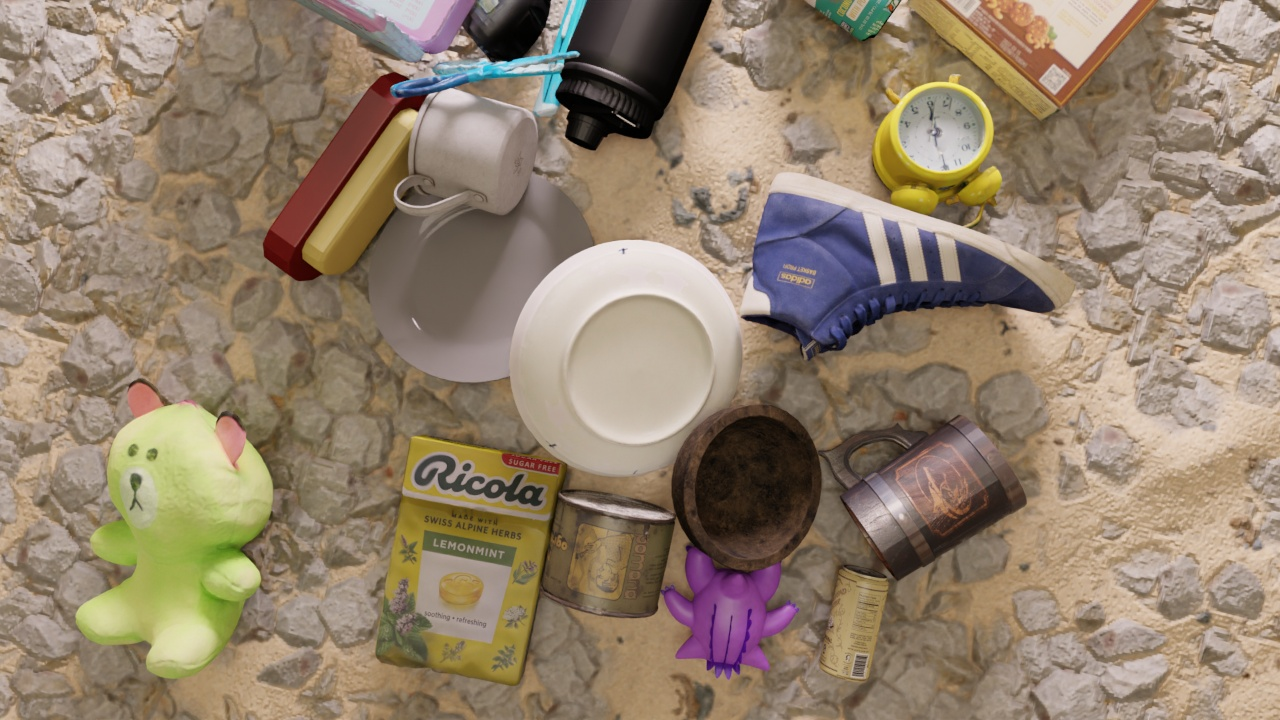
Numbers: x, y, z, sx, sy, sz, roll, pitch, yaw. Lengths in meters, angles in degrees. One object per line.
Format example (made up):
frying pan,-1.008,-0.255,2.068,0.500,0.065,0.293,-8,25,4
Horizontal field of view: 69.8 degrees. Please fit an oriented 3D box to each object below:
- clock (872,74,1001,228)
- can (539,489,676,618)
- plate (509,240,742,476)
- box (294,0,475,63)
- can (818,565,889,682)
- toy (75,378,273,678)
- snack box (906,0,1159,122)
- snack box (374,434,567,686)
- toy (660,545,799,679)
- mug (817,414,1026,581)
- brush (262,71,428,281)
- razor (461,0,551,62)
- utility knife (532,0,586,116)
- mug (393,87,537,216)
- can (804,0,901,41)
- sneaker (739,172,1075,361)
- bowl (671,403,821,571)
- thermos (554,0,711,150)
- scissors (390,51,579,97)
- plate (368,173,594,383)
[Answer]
clock,0.223,-0.151,0.689,0.083,0.057,0.118,-11,83,2
can,-0.024,0.143,0.683,0.090,0.090,0.074,12,90,2
plate,-0.004,0.004,0.678,0.182,0.034,0.182,-4,104,-15
box,-0.234,-0.305,0.671,0.214,0.091,0.090,31,91,13
can,0.163,0.200,0.701,0.038,0.038,0.079,12,90,2
toy,-0.342,0.126,0.695,0.150,0.107,0.196,11,81,25
snack box,0.306,-0.285,0.695,0.143,0.041,0.147,41,92,2
snack box,-0.133,0.156,0.709,0.121,0.045,0.181,11,90,2
toy,0.067,0.192,0.696,0.106,0.056,0.088,7,94,1
mug,0.206,0.090,0.688,0.107,0.080,0.115,-33,61,3
brush,-0.211,-0.132,0.694,0.042,0.082,0.173,36,91,2
razor,-0.098,-0.303,0.710,0.067,0.054,0.151,10,85,14
utility knife,-0.054,-0.272,0.723,0.022,0.015,0.167,14,89,32
mug,-0.129,-0.144,0.677,0.070,0.084,0.113,18,60,9
can,0.148,-0.291,0.694,0.101,0.055,0.055,36,91,2
sneaker,0.186,-0.040,0.674,0.233,0.091,0.118,22,86,3
bowl,0.071,0.092,0.689,0.121,0.056,0.121,0,91,-28
thermos,0.001,-0.253,0.684,0.086,0.086,0.198,22,91,2
scissors,-0.112,-0.200,0.643,0.140,0.117,0.013,13,125,33
plate,-0.122,-0.067,0.709,0.178,0.012,0.178,-2,73,6
